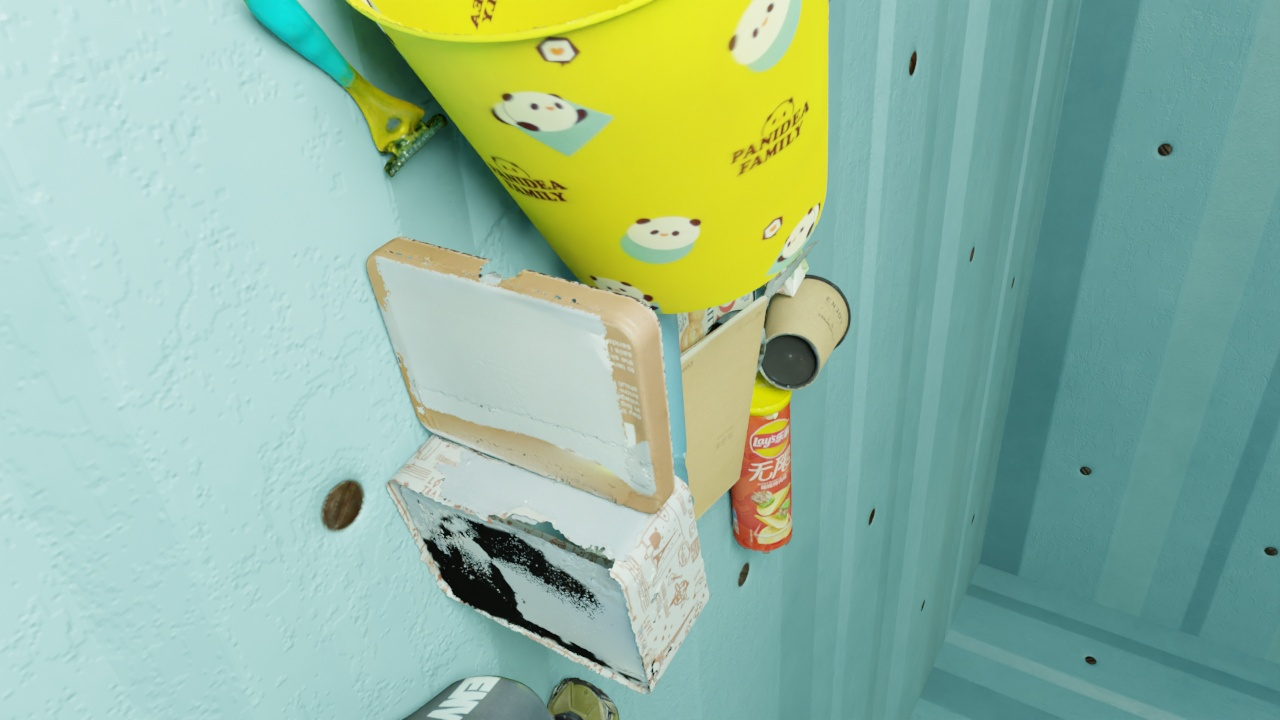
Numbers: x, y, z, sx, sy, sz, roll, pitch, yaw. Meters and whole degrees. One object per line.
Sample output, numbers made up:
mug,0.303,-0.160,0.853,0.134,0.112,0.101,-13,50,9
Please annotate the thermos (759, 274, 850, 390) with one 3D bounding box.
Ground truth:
thermos,0.163,-0.028,0.933,0.143,0.093,0.093,-54,148,-61

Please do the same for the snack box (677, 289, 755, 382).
snack box,0.044,-0.016,0.807,0.182,0.046,0.178,-41,138,-44

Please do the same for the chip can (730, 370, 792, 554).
chip can,0.129,0.112,0.994,0.073,0.073,0.217,-47,142,-39

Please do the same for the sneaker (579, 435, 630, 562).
sneaker,-0.018,0.137,0.725,0.090,0.090,0.242,-58,147,-56

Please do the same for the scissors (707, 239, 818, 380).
scissors,0.110,-0.048,0.819,0.180,0.014,0.160,-40,144,-32

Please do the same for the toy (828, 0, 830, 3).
toy,0.063,-0.283,0.605,0.091,0.138,0.357,-104,175,-52

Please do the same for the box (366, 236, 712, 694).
box,-0.062,0.062,0.528,0.082,0.177,0.261,-50,144,-37

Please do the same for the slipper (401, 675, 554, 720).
slipper,-0.112,0.257,0.632,0.268,0.111,0.083,36,56,-65

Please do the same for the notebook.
notebook,0.057,0.061,0.801,0.149,0.012,0.212,-35,141,-41

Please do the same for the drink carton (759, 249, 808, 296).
drink carton,0.121,-0.112,0.885,0.045,0.053,0.122,-60,148,-17

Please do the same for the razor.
razor,-0.144,-0.139,0.437,0.043,0.028,0.132,-40,151,4

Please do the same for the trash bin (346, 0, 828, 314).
trash bin,-0.001,-0.165,0.488,0.229,0.230,0.255,-64,155,-18

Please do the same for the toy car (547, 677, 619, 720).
toy car,-0.053,0.348,0.798,0.042,0.070,0.158,-24,122,-53

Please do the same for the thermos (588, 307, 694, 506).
thermos,-0.004,0.004,0.637,0.070,0.070,0.220,19,65,-61
